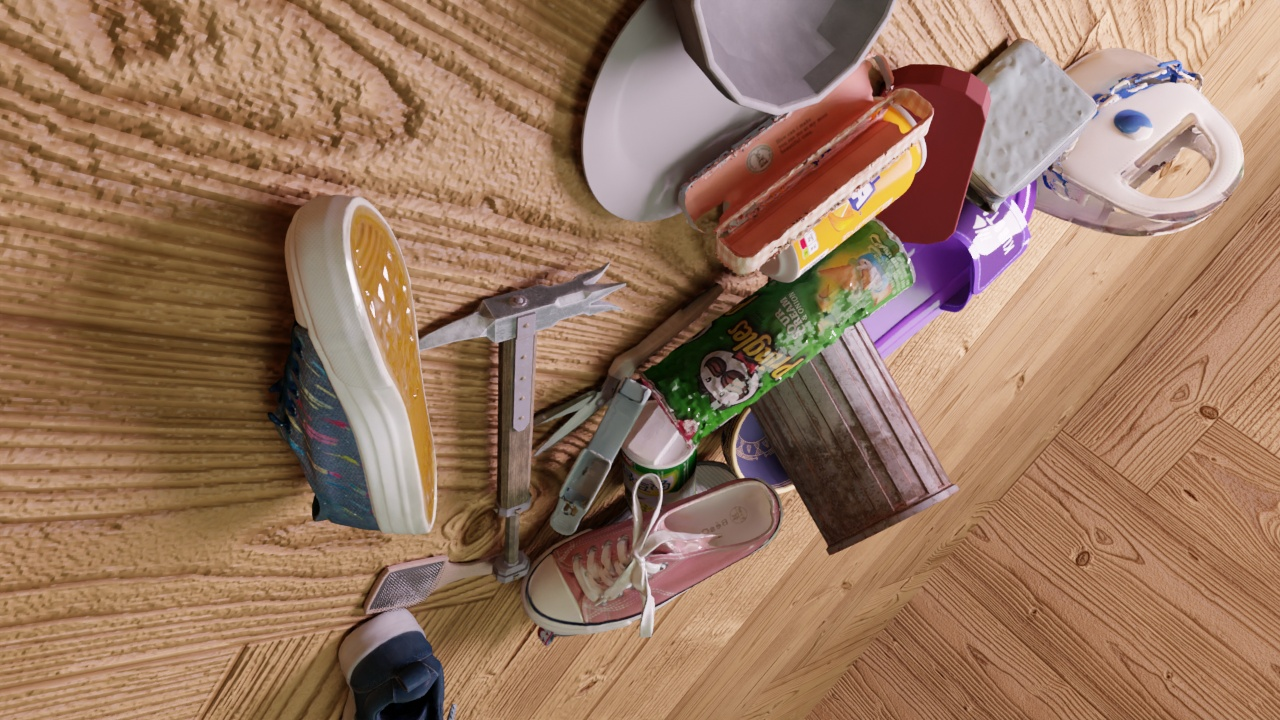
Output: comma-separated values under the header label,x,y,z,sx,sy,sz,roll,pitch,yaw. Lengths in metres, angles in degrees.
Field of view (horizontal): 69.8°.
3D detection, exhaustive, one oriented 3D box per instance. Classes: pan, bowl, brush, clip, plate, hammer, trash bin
label,x,y,z,sx,sy,sz,roll,pitch,yaw
pan,0.024,-0.239,0.421,0.356,0.041,0.179,13,107,-50
bowl,0.126,0.071,0.921,0.112,0.061,0.112,-7,108,-22
brush,-0.159,0.178,0.746,0.135,0.015,0.050,1,126,-53
clip,-0.025,0.061,0.725,0.141,0.029,0.172,-59,179,-27
plate,0.033,-0.165,0.562,0.178,0.012,0.179,-32,149,-23
hammer,-0.097,0.074,0.674,0.146,0.028,0.318,-18,141,-25
brush,0.230,-0.169,0.749,0.174,0.082,0.041,80,29,-56
trash bin,0.167,0.046,0.798,0.130,0.211,0.131,-25,166,-7

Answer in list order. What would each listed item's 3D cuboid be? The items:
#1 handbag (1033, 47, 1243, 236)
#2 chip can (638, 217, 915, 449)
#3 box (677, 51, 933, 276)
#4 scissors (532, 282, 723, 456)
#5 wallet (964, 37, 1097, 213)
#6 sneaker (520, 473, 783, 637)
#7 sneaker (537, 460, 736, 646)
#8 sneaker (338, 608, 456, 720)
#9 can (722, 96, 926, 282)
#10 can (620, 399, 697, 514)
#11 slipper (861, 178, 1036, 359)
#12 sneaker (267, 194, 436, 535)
label,x,y,z,sx,sy,sz,roll,pitch,yaw
handbag,0.473,-0.209,0.890,0.200,0.199,0.093,-41,147,-14
chip can,0.108,-0.025,0.714,0.223,0.075,0.075,-37,151,-2
box,0.113,-0.136,0.617,0.186,0.083,0.043,-40,161,-14
scissors,0.001,0.008,0.738,0.193,0.015,0.180,5,125,-54
wallet,0.319,-0.205,0.800,0.131,0.100,0.054,-42,177,-2
sneaker,0.003,0.163,0.757,0.241,0.118,0.088,-26,167,9
sneaker,0.001,0.196,0.912,0.262,0.096,0.129,-30,159,-28
sneaker,-0.199,0.300,0.774,0.089,0.087,0.236,-27,146,-31
can,0.135,-0.126,0.673,0.142,0.079,0.079,-38,150,-14
can,0.017,0.093,0.813,0.067,0.067,0.121,-34,150,-20
slipper,0.280,-0.091,0.857,0.266,0.084,0.107,-45,107,5
sneaker,-0.161,0.012,0.491,0.079,0.087,0.236,-2,136,-4
